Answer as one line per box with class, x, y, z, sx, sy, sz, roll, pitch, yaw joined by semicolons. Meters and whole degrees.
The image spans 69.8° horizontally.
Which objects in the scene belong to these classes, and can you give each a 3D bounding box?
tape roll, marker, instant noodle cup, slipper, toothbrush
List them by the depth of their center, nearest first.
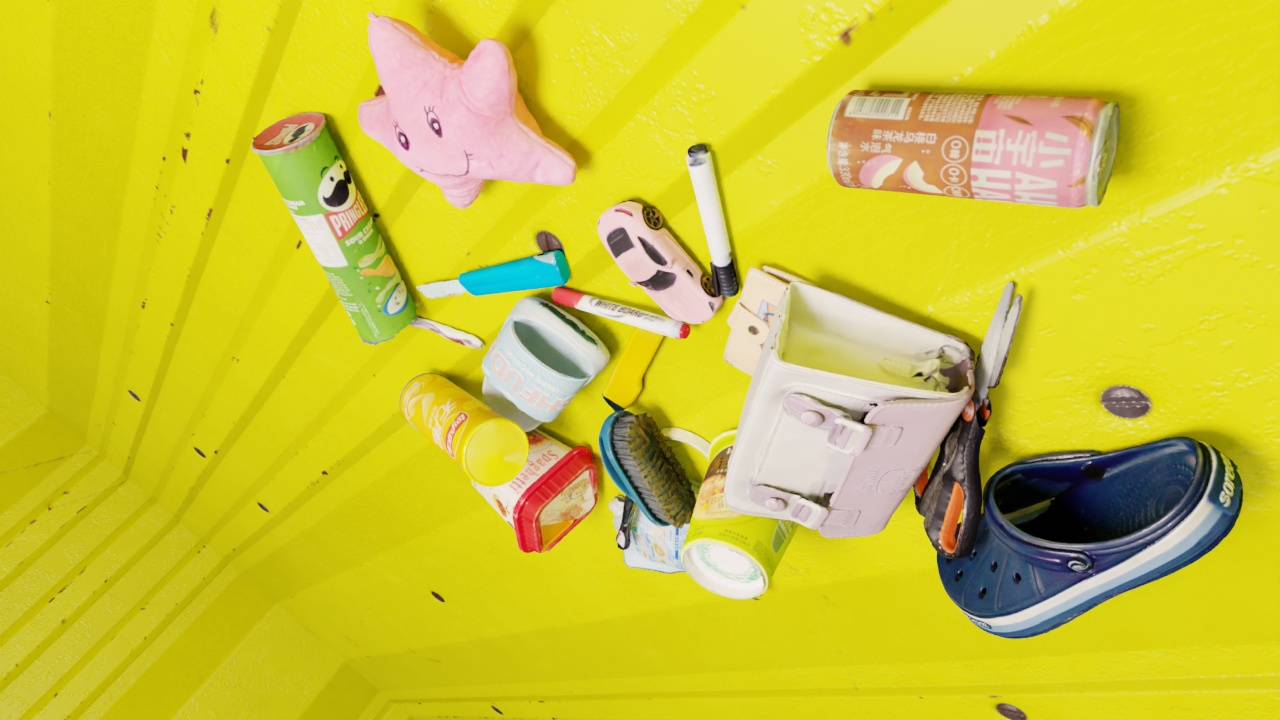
slipper;0.291;0.121;0.653;0.095;0.104;0.254;37;144;-5
marker;0.054;-0.100;0.684;0.018;0.022;0.131;50;164;49
marker;-0.019;-0.043;0.807;0.145;0.017;0.017;18;141;34
instant noodle cup;0.094;0.143;0.824;0.112;0.123;0.112;16;137;16
slipper;-0.114;0.018;0.920;0.104;0.074;0.246;40;147;-2
tape roll;0.048;0.102;0.926;0.086;0.013;0.086;24;143;19
toothbrush;-0.250;-0.041;1.020;0.188;0.017;0.016;19;142;26
instant noodle cup;-0.126;0.135;1.041;0.124;0.116;0.117;34;147;26

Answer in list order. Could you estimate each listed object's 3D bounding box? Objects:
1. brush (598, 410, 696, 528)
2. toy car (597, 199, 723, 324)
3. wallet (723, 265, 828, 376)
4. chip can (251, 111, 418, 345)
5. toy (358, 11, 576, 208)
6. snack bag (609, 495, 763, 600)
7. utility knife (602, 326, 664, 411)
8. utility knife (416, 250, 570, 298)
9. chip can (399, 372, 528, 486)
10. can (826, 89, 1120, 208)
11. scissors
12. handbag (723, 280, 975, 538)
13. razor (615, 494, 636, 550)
brush;0.000;0.108;0.912;0.074;0.055;0.144;-2;130;42
toy car;0.014;-0.075;0.735;0.122;0.037;0.056;47;146;-15
wallet;0.111;-0.023;0.723;0.087;0.024;0.115;24;144;10
chip can;-0.299;-0.126;0.920;0.072;0.072;0.236;13;138;31
toy;-0.155;-0.193;0.712;0.195;0.074;0.178;0;140;40
snack bag;0.046;0.210;1.029;0.191;0.038;0.110;9;136;37
utility knife;-0.005;0.005;0.861;0.033;0.015;0.157;30;144;1
utility knife;-0.150;-0.077;0.889;0.226;0.018;0.034;-4;130;42
chip can;-0.196;0.069;0.993;0.213;0.072;0.072;24;149;56
can;0.183;-0.120;0.516;0.147;0.057;0.058;13;138;31
scissors;0.231;0.036;0.668;0.021;0.152;0.235;-2;105;-6
handbag;0.150;0.051;0.695;0.145;0.098;0.197;12;142;3
razor;-0.011;0.159;1.005;0.043;0.022;0.143;27;128;19
